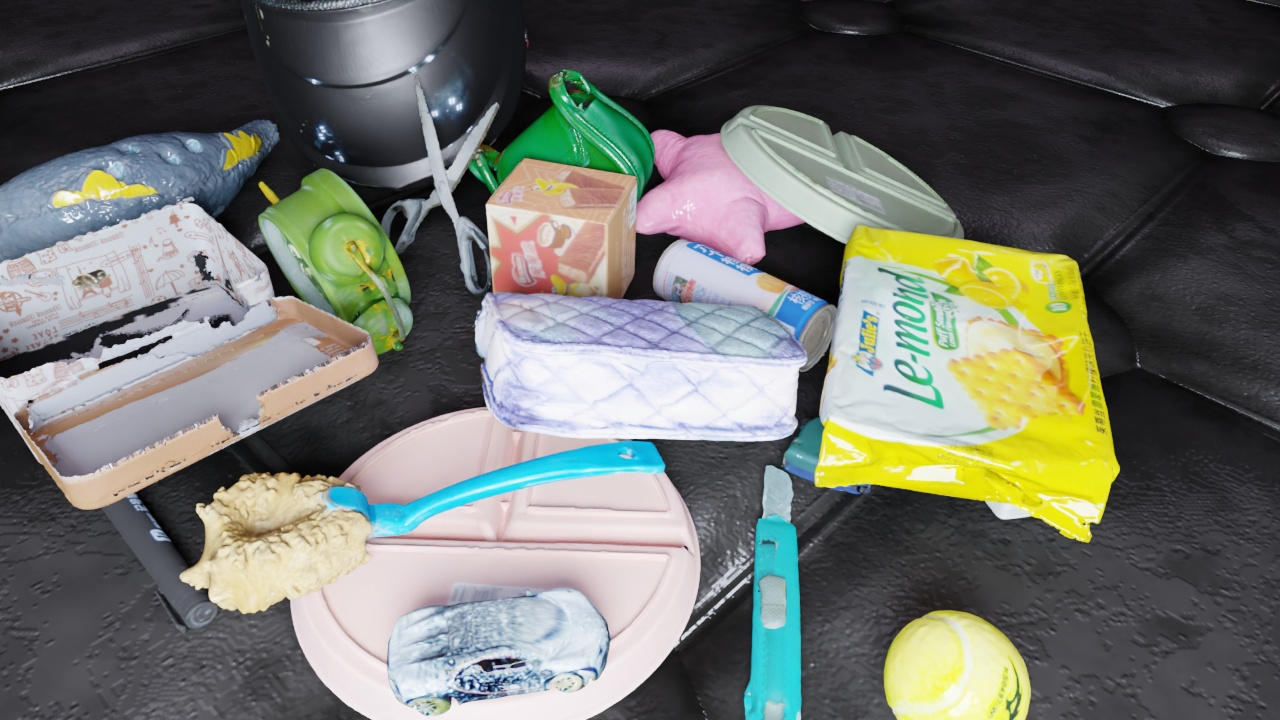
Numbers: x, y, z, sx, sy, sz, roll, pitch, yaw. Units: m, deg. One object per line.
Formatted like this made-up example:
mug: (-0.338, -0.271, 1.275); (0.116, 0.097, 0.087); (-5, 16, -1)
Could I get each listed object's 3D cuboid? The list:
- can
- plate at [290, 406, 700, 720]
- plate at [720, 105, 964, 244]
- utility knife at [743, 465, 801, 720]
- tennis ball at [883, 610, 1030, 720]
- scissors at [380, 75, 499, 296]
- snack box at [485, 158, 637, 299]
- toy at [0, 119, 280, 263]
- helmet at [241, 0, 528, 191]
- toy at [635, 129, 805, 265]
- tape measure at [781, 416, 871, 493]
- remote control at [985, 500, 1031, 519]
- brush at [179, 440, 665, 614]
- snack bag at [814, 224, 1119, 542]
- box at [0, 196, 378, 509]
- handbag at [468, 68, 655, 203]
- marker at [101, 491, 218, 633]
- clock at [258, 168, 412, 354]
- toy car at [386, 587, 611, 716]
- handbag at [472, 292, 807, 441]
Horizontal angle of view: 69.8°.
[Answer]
can: (0.075, -0.044, 0.682); (0.135, 0.053, 0.053); (30, 47, 30)
plate: (-0.080, 0.102, 0.518); (0.229, 0.028, 0.229); (1, 40, -1)
plate: (0.175, -0.153, 0.775); (0.230, 0.028, 0.229); (19, 32, -13)
utility knife: (0.073, 0.126, 0.504); (0.029, 0.013, 0.192); (5, 39, 4)
tennis ball: (0.149, 0.152, 0.434); (0.065, 0.066, 0.065); (1, 39, -1)
scissors: (-0.151, -0.131, 0.716); (0.159, 0.178, 0.014); (51, 37, 10)
snack box: (-0.059, -0.090, 0.704); (0.094, 0.093, 0.076); (11, 40, 11)
toy: (-0.431, -0.131, 0.746); (0.138, 0.091, 0.355); (19, 39, 39)
helmet: (-0.217, -0.272, 0.821); (0.233, 0.230, 0.274); (-6, 16, 2)
toy: (0.082, -0.140, 0.788); (0.178, 0.075, 0.194); (6, 43, 2)
tape measure: (0.125, 0.057, 0.583); (0.058, 0.025, 0.054); (20, 44, 20)
remote control: (0.221, 0.042, 0.607); (0.058, 0.021, 0.150); (-11, 41, -13)
brush: (-0.109, 0.075, 0.492); (0.254, 0.046, 0.083); (-11, 33, -15)
snack bag: (0.198, 0.004, 0.581); (0.158, 0.068, 0.245); (10, 40, 10)
box: (-0.305, 0.001, 0.586); (0.262, 0.088, 0.177); (32, 48, 33)
handbag: (-0.063, -0.156, 0.746); (0.120, 0.132, 0.067); (43, 39, -21)
marker: (-0.276, 0.104, 0.516); (0.132, 0.020, 0.022); (34, 71, 32)
clock: (-0.212, -0.067, 0.656); (0.056, 0.116, 0.161); (-37, 49, -24)
toy car: (-0.066, 0.134, 0.434); (0.105, 0.031, 0.049); (-6, 41, -10)
handbag: (-0.003, 0.003, 0.574); (0.193, 0.076, 0.134); (4, 19, -15)
